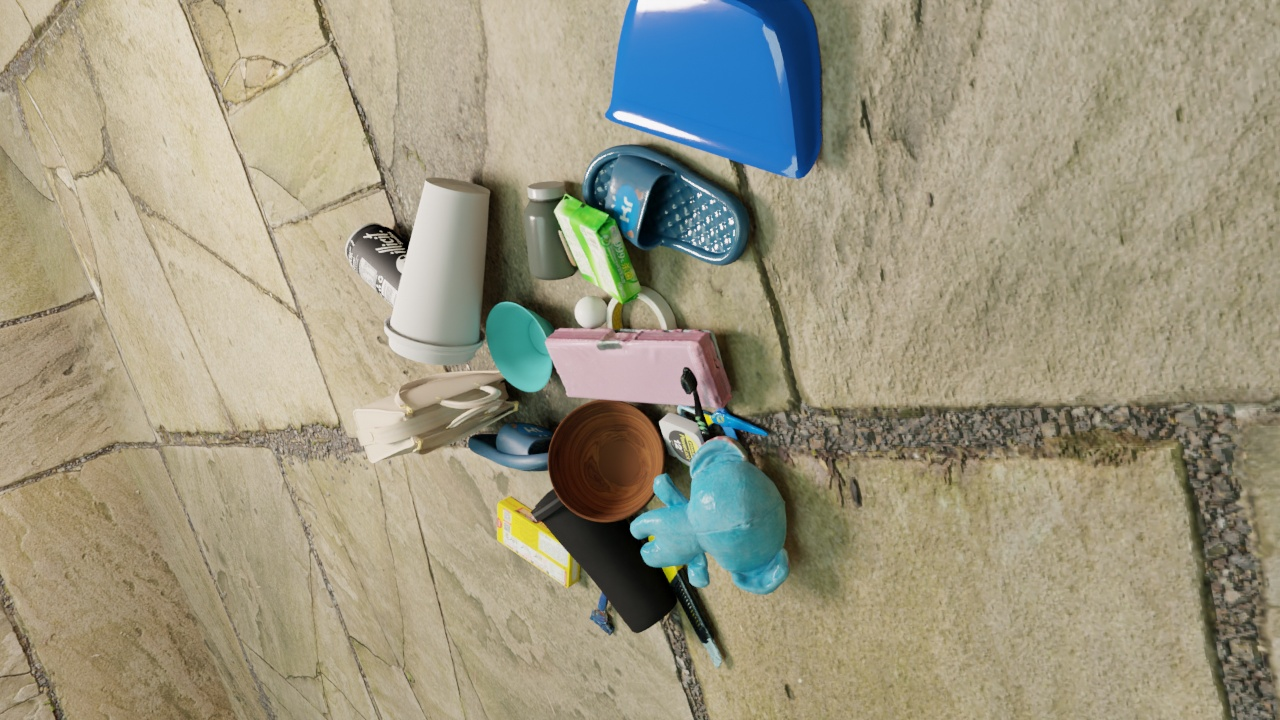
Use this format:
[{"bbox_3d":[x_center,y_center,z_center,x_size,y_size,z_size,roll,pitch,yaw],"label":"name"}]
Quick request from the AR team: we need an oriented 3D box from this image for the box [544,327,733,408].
[{"bbox_3d":[-0.005,0.007,1.055,0.233,0.041,0.098,0,125,40],"label":"box"}]

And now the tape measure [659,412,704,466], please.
[{"bbox_3d":[0.054,0.096,1.073,0.065,0.016,0.064,17,136,41],"label":"tape measure"}]

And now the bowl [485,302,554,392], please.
[{"bbox_3d":[-0.142,-0.024,1.187,0.121,0.046,0.121,20,123,35],"label":"bowl"}]

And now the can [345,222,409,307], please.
[{"bbox_3d":[-0.346,-0.127,1.302,0.146,0.080,0.080,41,132,21],"label":"can"}]

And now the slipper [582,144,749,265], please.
[{"bbox_3d":[0.019,-0.162,0.961,0.214,0.059,0.104,26,123,30],"label":"slipper"}]

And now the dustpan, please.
[{"bbox_3d":[0.068,-0.324,0.837,0.246,0.059,0.258,26,136,32],"label":"dustpan"}]

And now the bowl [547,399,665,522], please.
[{"bbox_3d":[-0.034,0.124,1.130,0.147,0.069,0.147,-3,80,16],"label":"bowl"}]

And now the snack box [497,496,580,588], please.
[{"bbox_3d":[-0.152,0.267,1.354,0.152,0.025,0.075,26,126,32],"label":"snack box"}]

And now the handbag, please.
[{"bbox_3d":[-0.258,0.068,1.231,0.198,0.194,0.101,-11,98,49],"label":"handbag"}]

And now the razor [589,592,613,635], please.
[{"bbox_3d":[-0.049,0.332,1.296,0.044,0.018,0.141,33,129,28],"label":"razor"}]

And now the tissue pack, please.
[{"bbox_3d":[-0.049,-0.124,1.025,0.099,0.034,0.114,34,155,46],"label":"tissue pack"}]

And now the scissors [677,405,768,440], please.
[{"bbox_3d":[0.087,0.066,1.041,0.125,0.016,0.125,-26,90,50],"label":"scissors"}]

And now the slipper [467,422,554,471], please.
[{"bbox_3d":[-0.154,0.112,1.239,0.214,0.103,0.059,5,92,50],"label":"slipper"}]

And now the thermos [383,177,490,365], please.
[{"bbox_3d":[-0.253,-0.116,1.183,0.131,0.131,0.222,25,112,32],"label":"thermos"}]

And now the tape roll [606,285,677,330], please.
[{"bbox_3d":[0.001,-0.039,1.066,0.094,0.019,0.094,21,123,35],"label":"tape roll"}]

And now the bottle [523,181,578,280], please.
[{"bbox_3d":[-0.106,-0.153,1.080,0.060,0.060,0.108,16,120,37],"label":"bottle"}]

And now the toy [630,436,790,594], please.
[{"bbox_3d":[0.081,0.183,1.038,0.181,0.114,0.183,-21,95,25],"label":"toy"}]

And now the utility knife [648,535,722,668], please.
[{"bbox_3d":[0.062,0.308,1.179,0.029,0.020,0.198,-23,93,48],"label":"utility knife"}]

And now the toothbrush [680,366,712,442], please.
[{"bbox_3d":[0.070,0.077,1.015,0.014,0.017,0.188,10,139,30],"label":"toothbrush"}]

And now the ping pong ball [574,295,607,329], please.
[{"bbox_3d":[-0.058,-0.058,1.097,0.040,0.040,0.040,20,123,35],"label":"ping pong ball"}]

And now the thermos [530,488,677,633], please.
[{"bbox_3d":[-0.044,0.244,1.195,0.218,0.105,0.106,54,136,1],"label":"thermos"}]
